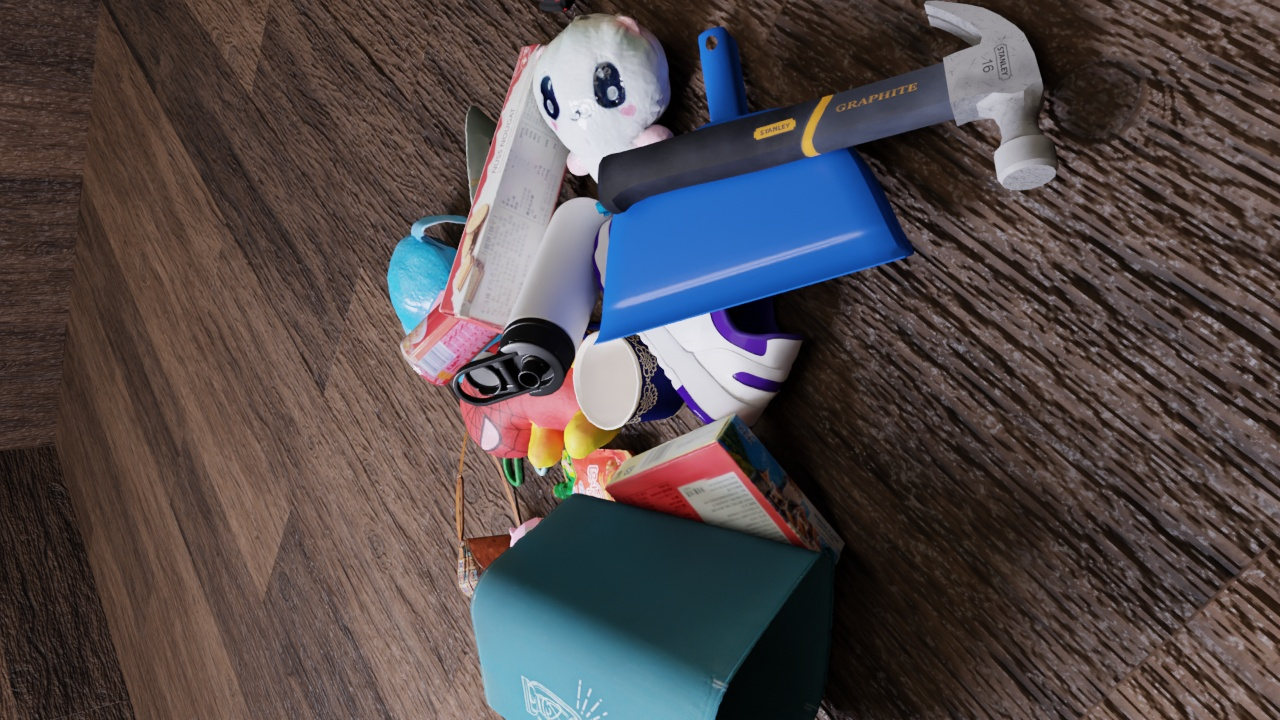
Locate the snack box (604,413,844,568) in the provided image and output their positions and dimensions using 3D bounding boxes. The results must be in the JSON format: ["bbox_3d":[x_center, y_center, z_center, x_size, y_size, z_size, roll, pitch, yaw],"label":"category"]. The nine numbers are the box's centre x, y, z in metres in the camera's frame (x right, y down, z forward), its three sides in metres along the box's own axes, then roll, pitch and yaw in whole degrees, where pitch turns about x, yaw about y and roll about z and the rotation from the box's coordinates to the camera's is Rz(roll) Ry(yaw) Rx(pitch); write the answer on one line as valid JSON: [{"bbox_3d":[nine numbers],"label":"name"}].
[{"bbox_3d":[0.066,0.126,0.747,0.145,0.040,0.143,50,136,-12],"label":"snack box"}]

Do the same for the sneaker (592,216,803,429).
[{"bbox_3d":[0.048,-0.063,0.769,0.111,0.091,0.244,-51,56,28],"label":"sneaker"}]

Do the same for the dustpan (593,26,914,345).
[{"bbox_3d":[0.067,-0.156,0.714,0.246,0.059,0.257,-15,71,24],"label":"dustpan"}]

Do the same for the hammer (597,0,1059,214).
[{"bbox_3d":[0.111,-0.153,0.639,0.313,0.035,0.139,-11,70,25],"label":"hammer"}]

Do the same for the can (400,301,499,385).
[{"bbox_3d":[-0.188,-0.036,0.962,0.124,0.066,0.066,-43,59,11],"label":"can"}]

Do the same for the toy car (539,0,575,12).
[{"bbox_3d":[-0.073,-0.390,0.908,0.042,0.036,0.092,24,101,42],"label":"toy car"}]

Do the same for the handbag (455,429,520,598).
[{"bbox_3d":[-0.165,0.166,1.023,0.043,0.093,0.195,-22,72,40],"label":"handbag"}]

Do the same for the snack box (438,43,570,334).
[{"bbox_3d":[-0.118,-0.164,0.891,0.044,0.076,0.273,12,85,45],"label":"snack box"}]

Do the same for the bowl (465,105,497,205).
[{"bbox_3d":[-0.133,-0.184,0.961,0.174,0.068,0.174,1,-96,-88],"label":"bowl"}]

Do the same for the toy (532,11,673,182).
[{"bbox_3d":[-0.027,-0.222,0.836,0.139,0.101,0.180,-3,111,35],"label":"toy"}]

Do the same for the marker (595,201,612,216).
[{"bbox_3d":[0.015,-0.153,0.816,0.123,0.018,0.015,-15,112,25],"label":"marker"}]

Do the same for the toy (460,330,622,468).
[{"bbox_3d":[-0.103,0.035,0.932,0.217,0.098,0.147,-4,79,46],"label":"toy"}]

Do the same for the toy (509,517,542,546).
[{"bbox_3d":[-0.100,0.249,0.958,0.124,0.067,0.157,-57,50,43],"label":"toy"}]

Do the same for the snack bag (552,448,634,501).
[{"bbox_3d":[-0.043,0.129,0.924,0.155,0.044,0.087,-12,93,53],"label":"snack bag"}]

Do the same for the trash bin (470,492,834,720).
[{"bbox_3d":[0.007,0.222,0.699,0.219,0.198,0.197,16,124,30],"label":"trash bin"}]

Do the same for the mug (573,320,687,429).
[{"bbox_3d":[-0.005,0.005,0.827,0.112,0.089,0.086,56,130,28],"label":"mug"}]

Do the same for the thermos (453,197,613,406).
[{"bbox_3d":[-0.087,-0.056,0.822,0.101,0.229,0.068,-11,128,23],"label":"thermos"}]

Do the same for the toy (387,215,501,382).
[{"bbox_3d":[-0.226,-0.055,1.070,0.191,0.098,0.225,45,133,22],"label":"toy"}]

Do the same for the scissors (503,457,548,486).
[{"bbox_3d":[-0.133,0.078,1.030,0.108,0.012,0.131,1,95,47],"label":"scissors"}]
